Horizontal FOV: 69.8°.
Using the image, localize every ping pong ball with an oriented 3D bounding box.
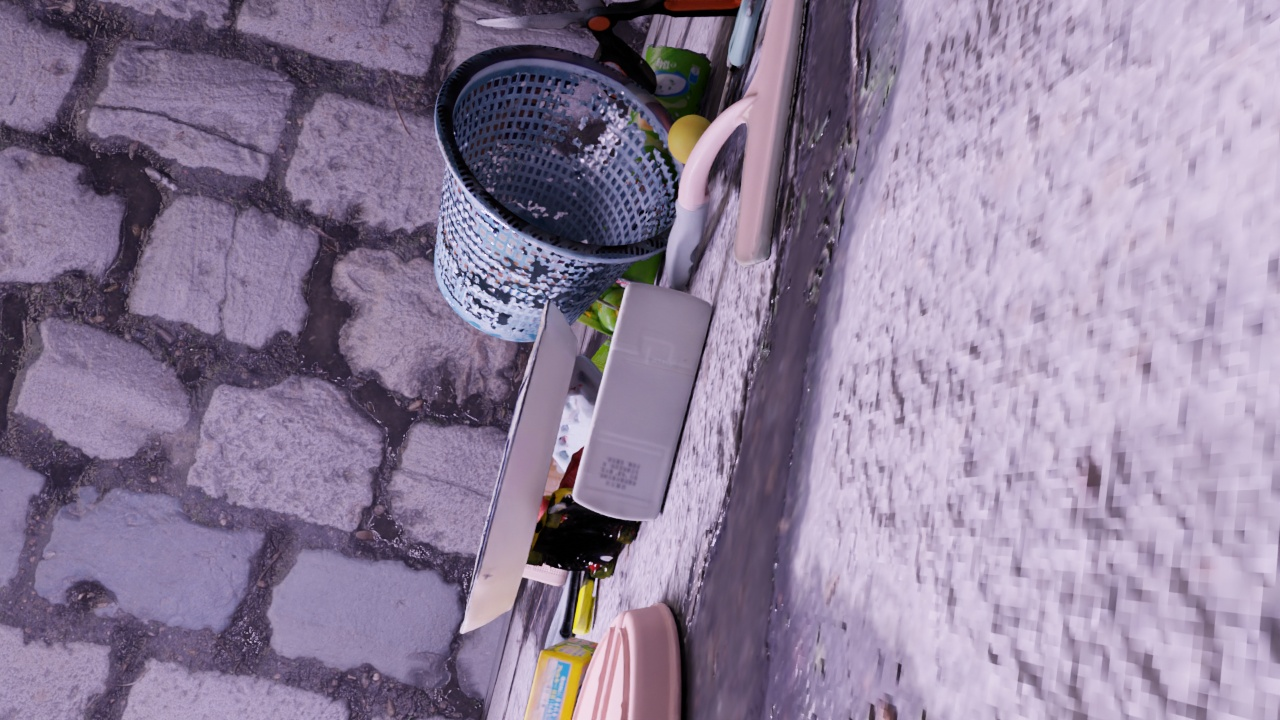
[{"bbox_3d":[0.043,-0.181,0.752,0.040,0.040,0.040,-168,92,-84],"label":"ping pong ball"}]

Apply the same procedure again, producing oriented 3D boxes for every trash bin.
[{"bbox_3d":[-0.088,-0.127,0.811,0.196,0.226,0.226,128,157,-51],"label":"trash bin"}]

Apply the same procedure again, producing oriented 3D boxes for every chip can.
[{"bbox_3d":[0.009,-0.191,0.918,0.072,0.072,0.236,-137,62,-83],"label":"chip can"}]

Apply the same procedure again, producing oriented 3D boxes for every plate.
[{"bbox_3d":[-0.092,0.084,0.726,0.162,0.034,0.265,125,159,-68],"label":"plate"},{"bbox_3d":[-0.023,0.238,0.472,0.229,0.028,0.229,-168,92,-84],"label":"plate"}]

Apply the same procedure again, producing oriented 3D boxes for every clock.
[{"bbox_3d":[-0.054,-0.067,1.021,0.161,0.116,0.056,-126,61,-85],"label":"clock"}]

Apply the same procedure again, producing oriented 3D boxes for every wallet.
[{"bbox_3d":[-0.083,0.280,0.944,0.120,0.019,0.097,-87,14,-65],"label":"wallet"}]

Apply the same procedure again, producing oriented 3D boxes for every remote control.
[{"bbox_3d":[0.001,0.027,0.588,0.021,0.058,0.150,-137,62,-86],"label":"remote control"}]

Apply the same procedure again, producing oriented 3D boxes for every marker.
[{"bbox_3d":[-0.044,0.192,0.815,0.123,0.015,0.018,-80,8,-56],"label":"marker"}]

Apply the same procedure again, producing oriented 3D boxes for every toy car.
[{"bbox_3d":[-0.044,0.129,0.701,0.156,0.071,0.041,118,162,-58],"label":"toy car"}]

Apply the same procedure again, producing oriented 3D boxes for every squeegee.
[{"bbox_3d":[0.044,-0.112,0.611,0.250,0.040,0.247,115,167,-63],"label":"squeegee"}]

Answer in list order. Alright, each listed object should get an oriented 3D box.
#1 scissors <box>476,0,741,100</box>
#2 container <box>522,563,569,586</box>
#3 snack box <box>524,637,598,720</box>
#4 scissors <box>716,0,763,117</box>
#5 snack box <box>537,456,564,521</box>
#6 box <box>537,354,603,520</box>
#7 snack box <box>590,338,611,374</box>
[{"bbox_3d":[-0.020,-0.288,0.783,0.221,0.234,0.021,75,-171,-74],"label":"scissors"},{"bbox_3d":[-0.113,0.190,1.088,0.089,0.090,0.111,-94,22,-71],"label":"container"},{"bbox_3d":[-0.059,0.261,0.614,0.087,0.034,0.140,49,-124,-76],"label":"snack box"},{"bbox_3d":[0.078,-0.251,0.654,0.180,0.019,0.170,-76,1,-79],"label":"scissors"},{"bbox_3d":[-0.094,0.141,0.995,0.077,0.092,0.094,122,161,-71],"label":"snack box"},{"bbox_3d":[-0.065,0.091,0.821,0.102,0.100,0.202,-37,-15,-28],"label":"box"},{"bbox_3d":[-0.052,0.033,1.032,0.156,0.026,0.086,-61,-10,-74],"label":"snack box"}]
